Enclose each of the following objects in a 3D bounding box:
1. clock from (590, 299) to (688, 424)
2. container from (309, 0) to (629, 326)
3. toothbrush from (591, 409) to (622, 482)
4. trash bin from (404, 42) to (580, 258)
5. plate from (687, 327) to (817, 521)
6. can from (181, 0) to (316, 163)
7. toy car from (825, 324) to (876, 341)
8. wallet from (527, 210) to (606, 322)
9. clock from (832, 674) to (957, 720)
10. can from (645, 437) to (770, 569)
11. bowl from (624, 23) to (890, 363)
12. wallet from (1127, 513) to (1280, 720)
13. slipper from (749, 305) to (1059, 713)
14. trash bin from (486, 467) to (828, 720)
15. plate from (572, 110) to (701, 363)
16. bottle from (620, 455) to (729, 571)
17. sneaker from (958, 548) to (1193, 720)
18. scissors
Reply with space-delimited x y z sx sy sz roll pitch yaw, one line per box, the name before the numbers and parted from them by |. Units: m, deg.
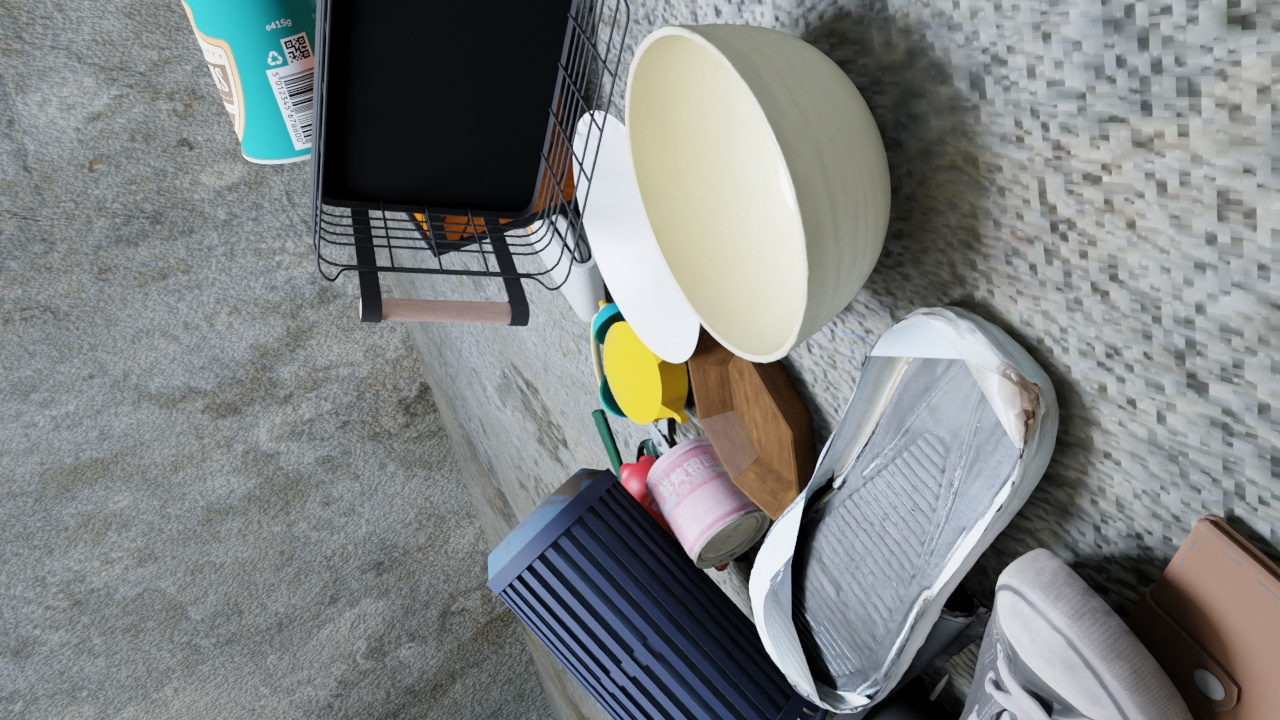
clock | -0.004 0.004 0.745 0.130 0.043 0.099 21 121 54
container | -0.115 -0.155 0.568 0.130 0.162 0.242 -115 34 -47
toothbrush | -0.020 0.142 1.007 0.016 0.017 0.190 16 127 68
trash bin | -0.138 -0.208 0.720 0.139 0.139 0.172 50 156 43
plate | 0.075 0.038 0.596 0.131 0.025 0.131 55 158 33
can | -0.264 -0.229 0.659 0.099 0.099 0.144 46 153 48
toy car | 0.091 -0.024 0.490 0.062 0.033 0.092 27 -177 -6
wallet | -0.069 -0.108 0.799 0.118 0.037 0.115 58 167 26
clock | 0.143 0.235 0.540 0.042 0.091 0.121 38 134 38
can | 0.049 0.105 0.685 0.076 0.067 0.067 54 158 33
bowl | 0.060 -0.082 0.413 0.150 0.075 0.151 55 159 32
wallet | 0.211 0.118 0.323 0.087 0.013 0.121 52 159 38
slipper | 0.127 0.086 0.454 0.111 0.063 0.264 55 146 38
trash bin | 0.006 0.206 0.696 0.249 0.139 0.139 46 160 4
plate | 0.010 -0.086 0.614 0.174 0.036 0.174 55 158 33
bottle | 0.029 0.129 0.768 0.141 0.041 0.042 41 149 48
sneaker | 0.145 0.177 0.393 0.095 0.119 0.235 54 162 37
scissors | 0.030 0.110 0.834 0.201 0.015 0.206 59 162 21
